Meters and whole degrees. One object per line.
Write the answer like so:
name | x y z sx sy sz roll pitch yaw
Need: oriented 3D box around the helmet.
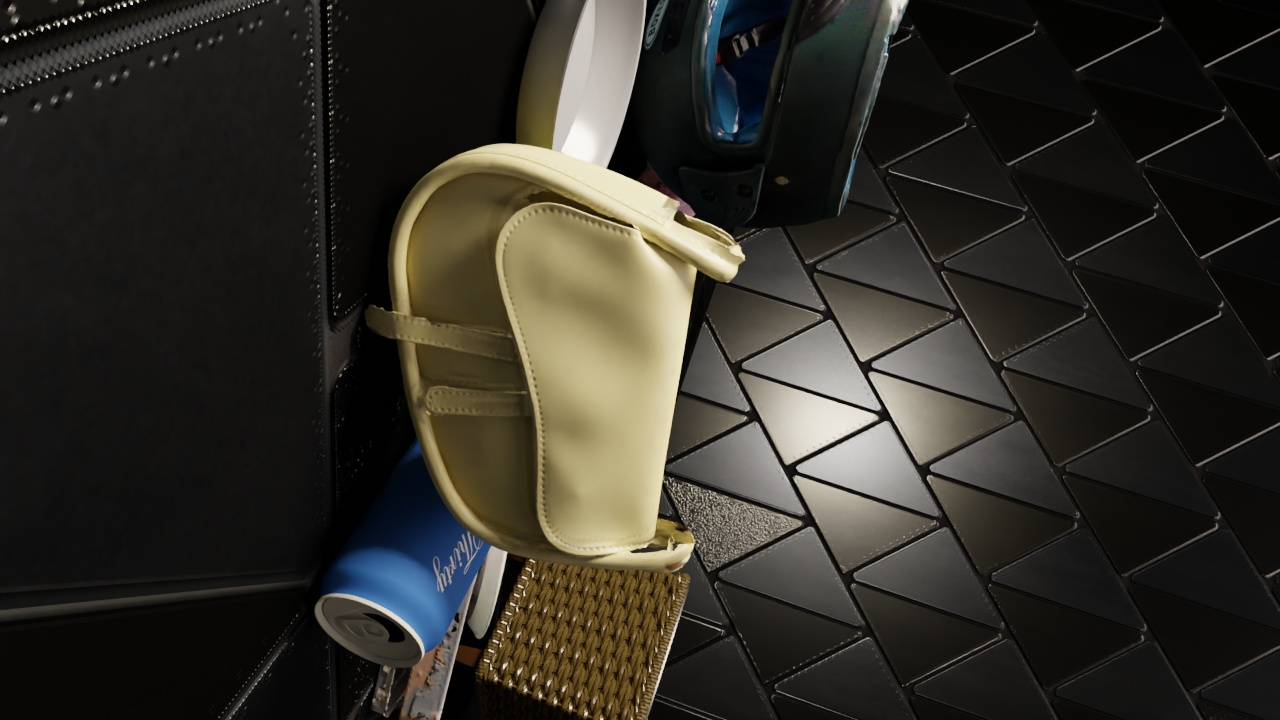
helmet | 0.107 -0.265 0.876 0.316 0.236 0.248 78 30 -72

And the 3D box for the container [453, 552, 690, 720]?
container | -0.088 0.344 0.992 0.322 0.205 0.176 99 11 -50

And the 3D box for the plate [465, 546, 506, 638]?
plate | -0.131 0.157 0.786 0.157 0.014 0.157 -170 -89 -75

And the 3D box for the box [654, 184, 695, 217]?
box | 0.038 -0.186 1.095 0.098 0.037 0.232 -39 180 28

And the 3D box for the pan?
pan | -0.033 -0.241 0.604 0.357 0.051 0.200 96 14 -59

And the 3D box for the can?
can | -0.134 0.110 0.576 0.079 0.079 0.145 101 10 -45

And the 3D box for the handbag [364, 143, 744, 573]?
handbag | -0.048 0.003 0.512 0.088 0.191 0.233 -55 153 -73

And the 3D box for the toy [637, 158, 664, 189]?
toy | 0.059 -0.273 1.096 0.180 0.101 0.138 -52 163 12

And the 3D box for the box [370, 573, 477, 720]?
box | -0.153 0.177 0.716 0.081 0.063 0.216 -89 -165 -76
